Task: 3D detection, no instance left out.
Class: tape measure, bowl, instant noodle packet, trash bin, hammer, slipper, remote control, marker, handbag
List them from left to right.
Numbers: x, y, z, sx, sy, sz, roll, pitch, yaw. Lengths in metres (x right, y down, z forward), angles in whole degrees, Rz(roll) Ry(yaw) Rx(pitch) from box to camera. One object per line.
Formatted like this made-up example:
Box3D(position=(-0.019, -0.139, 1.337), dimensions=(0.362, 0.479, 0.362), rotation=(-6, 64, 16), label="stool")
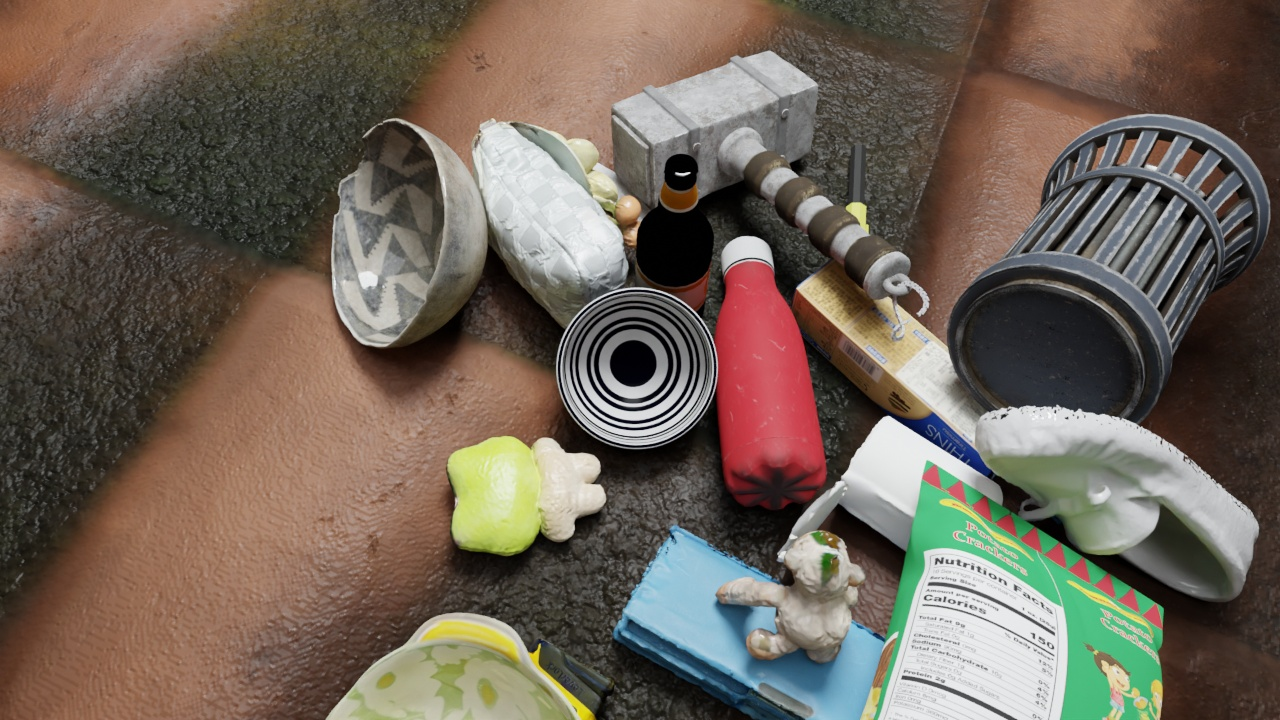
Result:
Box3D(position=(-0.173, -0.095, 0.734), dimensions=(0.081, 0.179, 0.178), rotation=(4, 52, -42), label="bowl")
Box3D(position=(-0.102, 0.261, 0.549), dimensions=(0.188, 0.060, 0.219), rotation=(3, 82, 15), label="bowl")
Box3D(position=(-0.059, 0.226, 0.605), dimensions=(0.065, 0.037, 0.064), rotation=(26, 63, 15), label="tape measure")
Box3D(position=(-0.061, -0.111, 0.757), dimensions=(0.123, 0.113, 0.171), rotation=(-28, 64, -24), label="handbag")
Box3D(position=(-0.004, 0.004, 0.708), dimensions=(0.120, 0.066, 0.120), rotation=(0, 94, -3), label="bowl")
Box3D(position=(0.001, -0.137, 0.826), dimensions=(0.131, 0.012, 0.033), rotation=(33, 63, 16), label="remote control")
Box3D(position=(0.124, -0.133, 0.746), dimensions=(0.176, 0.080, 0.326), rotation=(-24, 50, -19), label="hammer")
Box3D(position=(0.197, -0.146, 0.833), dimensions=(0.021, 0.018, 0.123), rotation=(26, 56, -25), label="marker")
Box3D(position=(0.222, 0.208, 0.544), dimensions=(0.195, 0.091, 0.252), rotation=(32, 55, -5), label="instant noodle packet")
Box3D(position=(0.337, -0.058, 0.672), dimensions=(0.164, 0.165, 0.226), rotation=(36, 53, 18), label="trash bin")
Box3D(position=(0.322, 0.097, 0.622), dimensions=(0.246, 0.112, 0.074), rotation=(29, 53, -21), label="slipper")

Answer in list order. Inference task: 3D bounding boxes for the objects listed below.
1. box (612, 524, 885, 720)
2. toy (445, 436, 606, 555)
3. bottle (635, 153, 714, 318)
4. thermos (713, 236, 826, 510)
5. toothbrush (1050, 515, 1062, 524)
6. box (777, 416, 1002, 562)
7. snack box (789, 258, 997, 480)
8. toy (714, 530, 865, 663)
Box3D(position=(0.102, 0.199, 0.615), dimensions=(0.231, 0.053, 0.093), rotation=(27, 62, 14), label="box")
Box3D(position=(-0.084, 0.097, 0.674), dimensions=(0.115, 0.046, 0.092), rotation=(-6, 61, -12), label="toy")
Box3D(position=(0.026, -0.088, 0.701), dimensions=(0.059, 0.182, 0.059), rotation=(0, 60, -1), label="bottle")
Box3D(position=(0.093, -0.003, 0.717), dimensions=(0.073, 0.073, 0.239), rotation=(-1, 52, -2), label="thermos")
Box3D(position=(0.302, 0.049, 0.726), dimensions=(0.016, 0.014, 0.166), rotation=(-9, 62, -6), label="toothbrush")
Box3D(position=(0.176, 0.115, 0.639), dimensions=(0.106, 0.080, 0.149), rotation=(36, 54, 19), label="box")
Box3D(position=(0.209, 0.009, 0.724), dimensions=(0.056, 0.057, 0.207), rotation=(-37, 68, -19), label="snack box")
Box3D(position=(0.099, 0.142, 0.575), dimensions=(0.085, 0.106, 0.074), rotation=(8, 48, -6), label="toy")
